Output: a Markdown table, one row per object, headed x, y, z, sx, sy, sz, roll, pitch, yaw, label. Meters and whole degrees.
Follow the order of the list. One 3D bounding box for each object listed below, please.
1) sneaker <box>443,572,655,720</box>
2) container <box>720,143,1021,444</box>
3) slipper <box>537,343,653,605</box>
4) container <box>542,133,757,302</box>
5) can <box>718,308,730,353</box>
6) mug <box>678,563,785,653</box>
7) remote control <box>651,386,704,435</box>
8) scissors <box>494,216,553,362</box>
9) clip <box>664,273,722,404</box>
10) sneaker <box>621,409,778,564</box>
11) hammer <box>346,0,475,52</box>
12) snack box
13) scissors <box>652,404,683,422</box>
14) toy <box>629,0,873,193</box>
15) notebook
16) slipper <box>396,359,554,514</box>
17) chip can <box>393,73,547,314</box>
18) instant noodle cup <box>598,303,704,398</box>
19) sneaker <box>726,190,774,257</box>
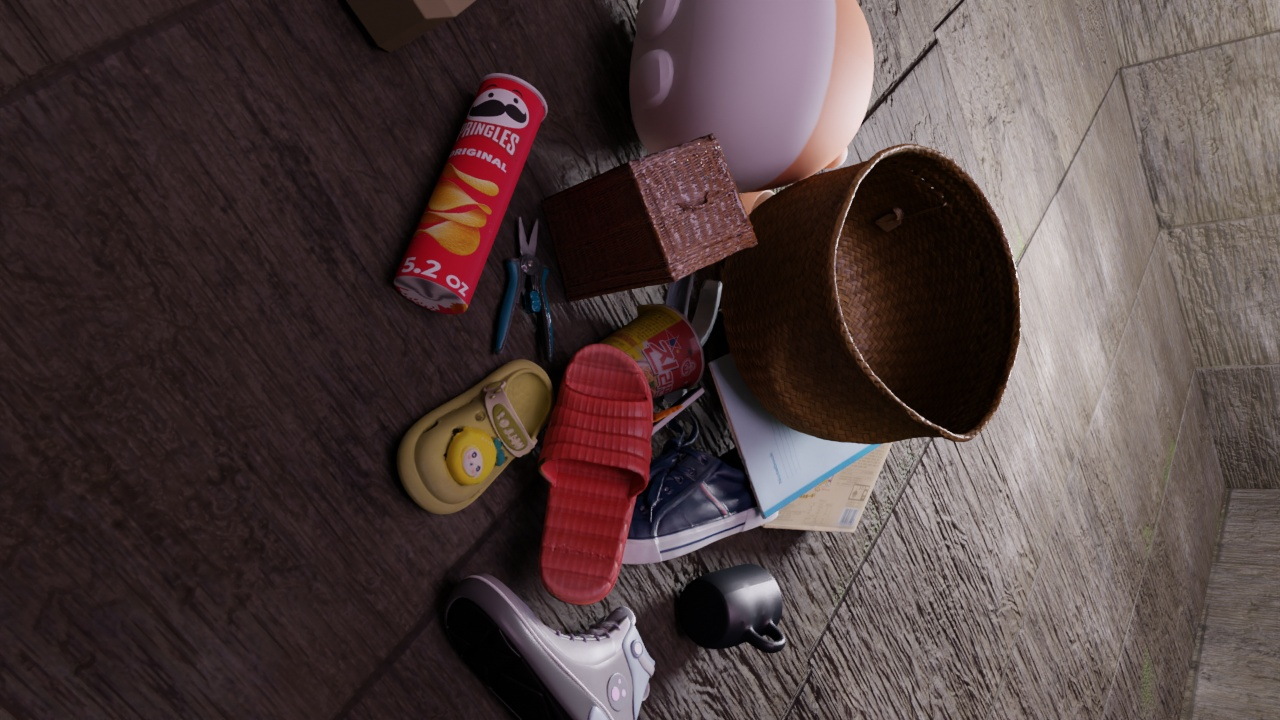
| x | y | z | sx | sy | sz | roll | pitch | yaw | label |
| --- | --- | --- | --- | --- | --- | --- | --- | --- | --- |
| -0.071 | 0.267 | 0.879 | 0.257 | 0.093 | 0.160 | 61 | 40 | -21 | sneaker |
| 0.239 | -0.064 | 0.982 | 0.306 | 0.197 | 0.306 | 6 | 80 | -38 | container |
| -0.043 | 0.099 | 0.851 | 0.059 | 0.103 | 0.248 | 91 | 5 | -73 | slipper |
| 0.001 | -0.136 | 0.904 | 0.113 | 0.199 | 0.113 | -26 | 101 | -33 | container |
| 0.121 | -0.028 | 1.139 | 0.031 | 0.032 | 0.080 | -27 | 106 | -44 | can |
| 0.113 | 0.290 | 1.039 | 0.094 | 0.122 | 0.085 | 0 | 115 | -46 | mug |
| 0.006 | 0.075 | 0.964 | 0.146 | 0.045 | 0.008 | -38 | 92 | -16 | remote control |
| -0.115 | -0.062 | 0.904 | 0.118 | 0.019 | 0.151 | -37 | 108 | -38 | scissors |
| 0.064 | -0.048 | 1.062 | 0.164 | 0.031 | 0.169 | -47 | 147 | -53 | clip |
| 0.027 | 0.128 | 0.962 | 0.293 | 0.121 | 0.127 | -10 | 101 | -38 | sneaker |
| -0.232 | -0.451 | 0.756 | 0.325 | 0.101 | 0.189 | 56 | 51 | -27 | hammer |
| 0.228 | 0.139 | 1.176 | 0.207 | 0.055 | 0.153 | 12 | 102 | -43 | snack box |
| -0.012 | 0.072 | 0.949 | 0.011 | 0.125 | 0.131 | 61 | 11 | -21 | scissors |
| 0.123 | -0.311 | 1.002 | 0.280 | 0.266 | 0.262 | 6 | 88 | -31 | toy |
| 0.190 | 0.051 | 1.055 | 0.252 | 0.009 | 0.181 | -22 | 95 | -41 | notebook |
| -0.130 | 0.066 | 0.833 | 0.190 | 0.082 | 0.092 | -43 | 119 | -43 | slipper |
| -0.152 | -0.153 | 0.836 | 0.069 | 0.069 | 0.220 | 36 | 62 | -39 | chip can |
| -0.006 | 0.006 | 0.963 | 0.112 | 0.101 | 0.100 | -28 | 106 | -37 | instant noodle cup |
| 0.196 | -0.079 | 1.160 | 0.111 | 0.117 | 0.294 | -18 | 100 | -46 | sneaker |
